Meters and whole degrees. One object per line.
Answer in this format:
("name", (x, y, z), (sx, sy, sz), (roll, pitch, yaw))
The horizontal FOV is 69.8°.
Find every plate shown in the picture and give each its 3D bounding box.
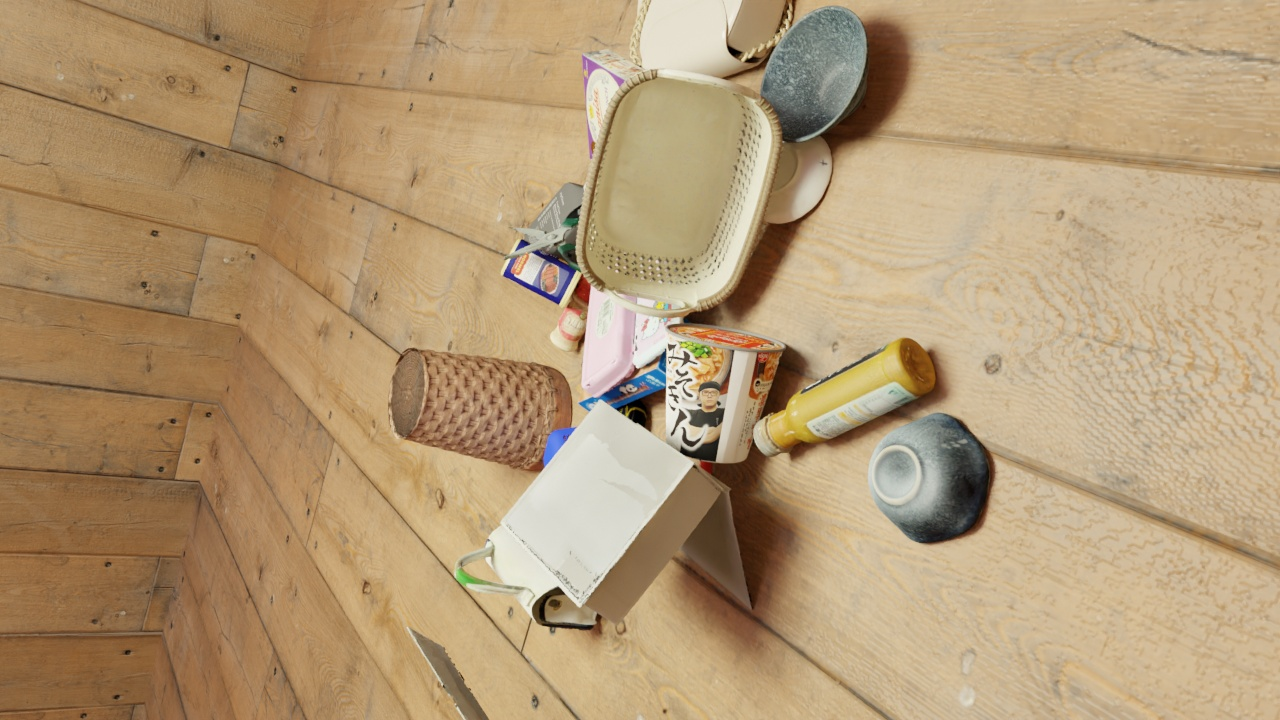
("plate", (0.149, -0.197, 0.961), (0.104, 0.026, 0.104), (-14, 68, 40))

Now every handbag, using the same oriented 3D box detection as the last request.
("handbag", (0.076, -0.434, 1.071), (0.211, 0.103, 0.208), (3, 87, 54))
("handbag", (-0.140, 0.252, 1.107), (0.151, 0.175, 0.074), (34, 106, 52))

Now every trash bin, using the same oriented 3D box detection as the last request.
("trash bin", (-0.219, 0.066, 1.232), (0.152, 0.209, 0.151), (-18, 67, 50))

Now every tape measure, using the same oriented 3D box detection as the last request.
("tape measure", (-0.018, 0.074, 1.111), (0.061, 0.034, 0.061), (0, 67, 59))

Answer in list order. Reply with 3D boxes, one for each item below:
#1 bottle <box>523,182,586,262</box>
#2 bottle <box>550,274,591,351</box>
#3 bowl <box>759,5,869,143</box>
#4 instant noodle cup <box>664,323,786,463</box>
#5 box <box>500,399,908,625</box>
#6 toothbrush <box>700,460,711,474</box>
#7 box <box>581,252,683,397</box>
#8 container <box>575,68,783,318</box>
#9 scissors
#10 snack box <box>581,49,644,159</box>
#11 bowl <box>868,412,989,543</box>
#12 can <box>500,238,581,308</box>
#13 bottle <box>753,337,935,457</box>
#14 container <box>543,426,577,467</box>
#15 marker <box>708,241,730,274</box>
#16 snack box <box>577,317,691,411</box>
("bottle", (-0.094, -0.195, 1.273), (0.174, 0.046, 0.083), (-43, 49, 37))
("bottle", (-0.081, -0.064, 1.227), (0.109, 0.044, 0.044), (-59, 41, 25))
("bowl", (0.188, -0.277, 0.919), (0.137, 0.057, 0.137), (-18, 67, 49))
("instant noodle cup", (0.077, 0.034, 0.942), (0.124, 0.123, 0.122), (24, 109, 52))
("box", (0.084, 0.170, 0.973), (0.167, 0.421, 0.173), (32, 104, 51))
("toothbrush", (0.069, 0.099, 1.012), (0.018, 0.012, 0.212), (-12, 72, 51))
("box", (-0.009, -0.064, 1.083), (0.153, 0.038, 0.200), (-39, 33, 35))
("container", (0.034, -0.184, 0.957), (0.142, 0.184, 0.247), (-98, 22, -63))
("scissors", (-0.066, -0.147, 1.140), (0.202, 0.201, 0.015), (45, 155, 39))
("snack box", (-0.023, -0.303, 1.162), (0.148, 0.040, 0.144), (47, 148, 47))
("bowl", (0.230, 0.097, 0.768), (0.111, 0.055, 0.110), (-18, 67, 50))
("can", (-0.130, -0.117, 1.214), (0.056, 0.092, 0.116), (-62, 7, 4))
("bottle", (0.181, 0.040, 0.849), (0.187, 0.053, 0.053), (-34, 55, 44))
("container", (-0.080, 0.142, 1.126), (0.096, 0.058, 0.114), (110, 148, -56))
("marker", (0.113, -0.148, 1.019), (0.139, 0.016, 0.022), (-55, 28, 26))
("snack box", (-0.006, 0.006, 1.089), (0.152, 0.034, 0.087), (-25, 35, 45))
